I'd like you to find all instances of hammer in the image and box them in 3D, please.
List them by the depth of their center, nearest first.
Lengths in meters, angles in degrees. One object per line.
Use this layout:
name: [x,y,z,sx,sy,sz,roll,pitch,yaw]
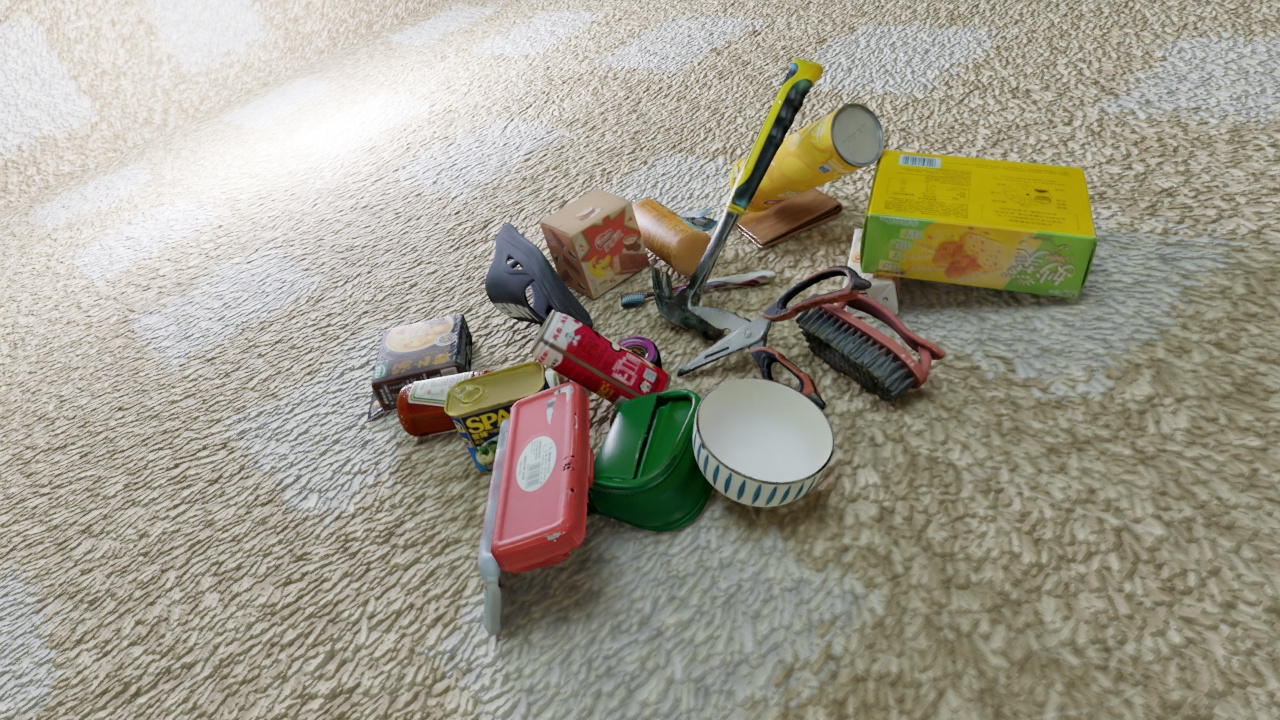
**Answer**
hammer: [0.109,-0.184,1.017,0.126,0.032,0.323,28,92,48]

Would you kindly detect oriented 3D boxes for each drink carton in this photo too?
drink carton: [0.249,-0.098,0.974,0.054,0.045,0.122,-2,37,22]

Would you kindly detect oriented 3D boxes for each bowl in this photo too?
bowl: [0.098,0.077,0.771,0.116,0.066,0.116,5,44,-5]

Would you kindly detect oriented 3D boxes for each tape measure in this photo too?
tape measure: [-0.006,0.006,0.958,0.057,0.039,0.057,16,53,27]

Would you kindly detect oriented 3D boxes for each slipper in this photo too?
slipper: [-0.135,-0.085,1.105,0.083,0.111,0.268,-39,31,-1]

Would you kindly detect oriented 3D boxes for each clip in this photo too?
clip: [0.073,-0.189,1.207,0.026,0.043,0.058,-41,33,-25]

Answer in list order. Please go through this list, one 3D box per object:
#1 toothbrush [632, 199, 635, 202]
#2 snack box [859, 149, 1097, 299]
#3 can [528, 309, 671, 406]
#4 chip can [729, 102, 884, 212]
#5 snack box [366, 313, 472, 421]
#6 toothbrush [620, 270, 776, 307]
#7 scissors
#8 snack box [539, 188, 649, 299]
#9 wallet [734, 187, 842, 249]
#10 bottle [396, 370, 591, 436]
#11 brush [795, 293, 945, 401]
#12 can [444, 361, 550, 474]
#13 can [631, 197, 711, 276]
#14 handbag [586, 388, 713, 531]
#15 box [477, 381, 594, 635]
toothbrush: [0.034,-0.188,1.230,0.017,0.014,0.189,-20,33,-19]
snack box: [0.337,-0.143,0.930,0.210,0.070,0.157,9,39,14]
can: [-0.040,0.004,0.890,0.053,0.132,0.053,-58,9,15]
chip can: [0.186,-0.228,1.055,0.072,0.072,0.214,-36,11,-23]
snack box: [-0.263,0.006,1.078,0.125,0.053,0.113,-12,35,1]
toothbrush: [0.065,-0.082,1.067,0.188,0.016,0.017,-8,44,16]
scissors: [0.125,-0.028,0.895,0.189,0.015,0.225,-53,42,8]
snack box: [-0.056,-0.146,1.143,0.092,0.094,0.077,-34,38,-21]
wallet: [0.180,-0.184,1.152,0.115,0.020,0.101,-27,34,-7]
bottle: [-0.153,0.038,0.967,0.206,0.060,0.059,-10,35,12]
brush: [0.217,-0.017,0.863,0.069,0.063,0.146,-40,39,-6]
can: [-0.129,0.058,0.906,0.102,0.083,0.057,-16,34,5]
can: [0.034,-0.157,1.146,0.058,0.058,0.146,-28,35,-12]
handbag: [0.006,0.089,0.823,0.120,0.068,0.131,-6,37,33]
box: [-0.100,0.114,0.780,0.155,0.074,0.200,-48,24,26]
